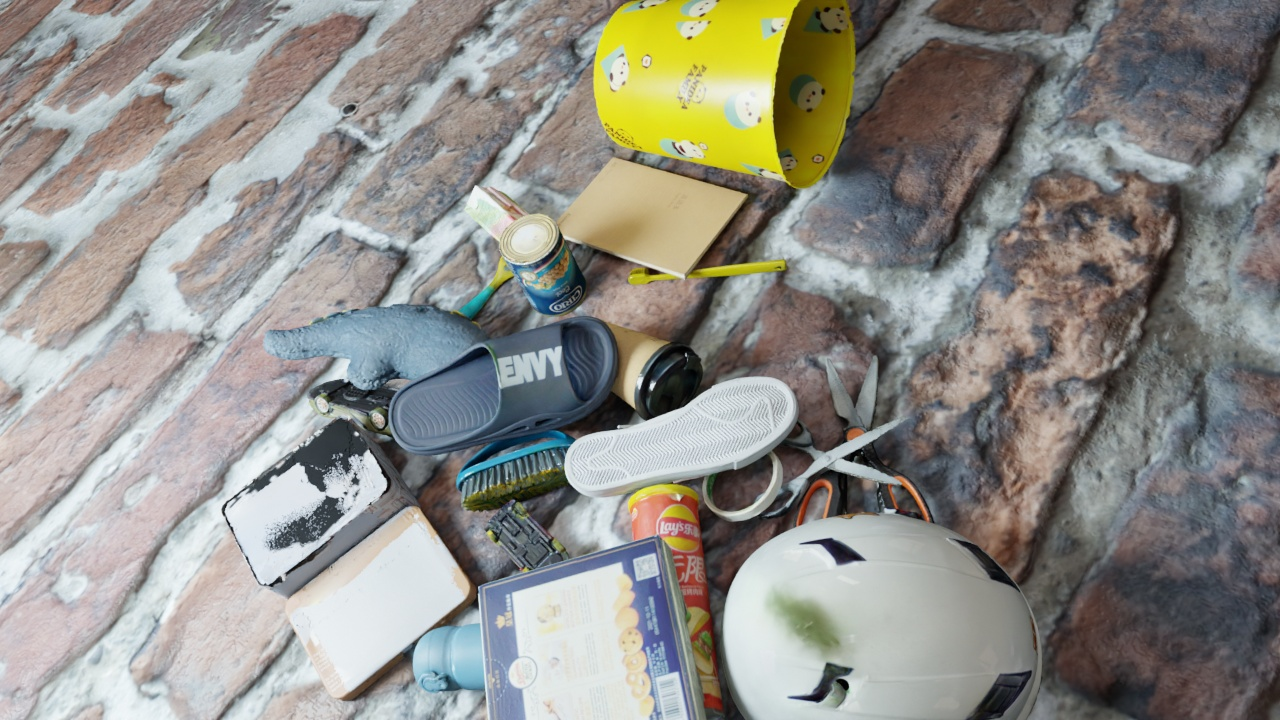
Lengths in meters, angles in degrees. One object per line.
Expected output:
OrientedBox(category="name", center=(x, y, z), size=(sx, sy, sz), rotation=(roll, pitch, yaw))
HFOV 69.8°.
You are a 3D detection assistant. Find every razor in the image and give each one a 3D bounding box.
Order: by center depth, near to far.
OrientedBox(category="razor", center=(-0.197, -0.084, 1.155), size=(0.043, 0.028, 0.132), rotation=(39, 71, 0))

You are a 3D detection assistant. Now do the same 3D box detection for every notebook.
OrientedBox(category="notebook", center=(0.008, -0.185, 1.157), size=(0.212, 0.012, 0.149), rotation=(22, 62, 30))

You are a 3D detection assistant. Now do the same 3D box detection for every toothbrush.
OrientedBox(category="toothbrush", center=(0.078, -0.108, 1.093), size=(0.190, 0.016, 0.016), rotation=(-4, 51, 15))

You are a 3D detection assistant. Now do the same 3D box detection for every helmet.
OrientedBox(category="helmet", center=(0.196, 0.224, 0.754), size=(0.274, 0.157, 0.229), rotation=(-2, 66, 12))

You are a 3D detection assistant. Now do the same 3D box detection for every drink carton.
OrientedBox(category="drink carton", center=(-0.170, -0.180, 1.185), size=(0.122, 0.053, 0.046), rotation=(43, 115, 33))

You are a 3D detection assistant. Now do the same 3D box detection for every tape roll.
OrientedBox(category="tape roll", center=(0.103, 0.121, 0.925), size=(0.086, 0.014, 0.085), rotation=(-24, 42, 23))

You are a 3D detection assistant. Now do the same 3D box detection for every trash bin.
OrientedBox(category="trash bin", center=(0.099, -0.339, 1.116), size=(0.256, 0.230, 0.229), rotation=(15, 64, 31))

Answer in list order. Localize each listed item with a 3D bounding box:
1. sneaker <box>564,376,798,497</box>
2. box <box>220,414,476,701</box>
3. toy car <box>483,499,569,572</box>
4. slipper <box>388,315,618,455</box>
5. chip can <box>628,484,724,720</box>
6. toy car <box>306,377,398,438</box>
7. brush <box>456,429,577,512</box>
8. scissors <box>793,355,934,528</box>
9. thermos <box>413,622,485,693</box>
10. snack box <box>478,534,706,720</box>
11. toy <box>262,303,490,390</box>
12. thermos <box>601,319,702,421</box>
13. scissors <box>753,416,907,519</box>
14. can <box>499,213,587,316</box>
OrientedBox(category="sneaker", center=(0.046, 0.090, 0.939), size=(0.242, 0.091, 0.089), rotation=(-18, 68, 2))
OrientedBox(category="box", center=(-0.313, 0.206, 0.985), size=(0.177, 0.082, 0.260), rotation=(-38, 59, -9))
OrientedBox(category="toy car", center=(-0.116, 0.193, 0.954), size=(0.106, 0.031, 0.049), rotation=(37, 76, 30))
OrientedBox(category="slipper", center=(-0.151, 0.032, 0.962), size=(0.268, 0.083, 0.110), rotation=(-19, 83, 9))
OrientedBox(category="chip can", center=(0.032, 0.229, 0.863), size=(0.073, 0.073, 0.216), rotation=(-12, 58, 10))
OrientedBox(category="toy car", center=(-0.326, 0.054, 1.093), size=(0.158, 0.042, 0.070), rotation=(14, 27, 25))
OrientedBox(category="brush", center=(-0.131, 0.112, 0.995), size=(0.144, 0.055, 0.073), rotation=(-18, 57, 6))
OrientedBox(category="scissors", center=(0.226, 0.098, 0.914), size=(0.204, 0.022, 0.224), rotation=(28, 70, 29))
OrientedBox(category="thermos", center=(-0.107, 0.281, 0.877), size=(0.221, 0.070, 0.070), rotation=(-9, 57, 12))
OrientedBox(category="snack box", center=(-0.045, 0.263, 0.799), size=(0.183, 0.046, 0.177), rotation=(-18, 57, 10))
OrientedBox(category="toy", center=(-0.253, -0.004, 1.069), size=(0.356, 0.092, 0.137), rotation=(17, 42, 11))
OrientedBox(category="thermos", center=(-0.006, 0.006, 1.008), size=(0.143, 0.093, 0.093), rotation=(28, 70, 38))
OrientedBox(category="scissors", center=(0.178, 0.100, 0.895), size=(0.159, 0.014, 0.181), rotation=(-53, 35, -4))
OrientedBox(category="can", center=(-0.116, -0.114, 1.098), size=(0.075, 0.111, 0.075), rotation=(-8, 57, 12))
